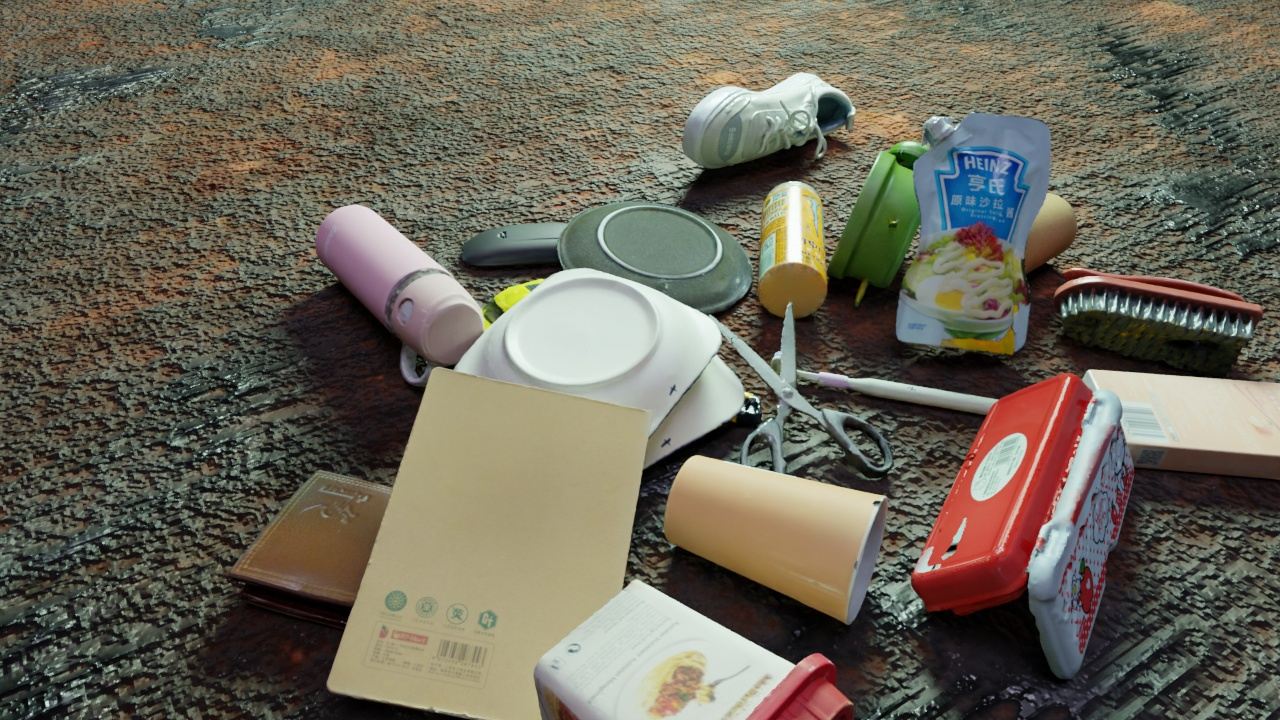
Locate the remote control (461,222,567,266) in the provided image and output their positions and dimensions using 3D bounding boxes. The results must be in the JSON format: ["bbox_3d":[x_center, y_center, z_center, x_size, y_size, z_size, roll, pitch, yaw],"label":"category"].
[{"bbox_3d":[-0.097,-0.109,0.849,0.136,0.024,0.053,-4,41,-7],"label":"remote control"}]

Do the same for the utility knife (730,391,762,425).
[{"bbox_3d":[-0.004,0.004,0.721,0.223,0.015,0.033,21,41,23],"label":"utility knife"}]

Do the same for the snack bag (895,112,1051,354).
[{"bbox_3d":[0.267,-0.103,0.735,0.110,0.191,0.039,7,3,4],"label":"snack bag"}]

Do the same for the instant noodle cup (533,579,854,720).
[{"bbox_3d":[0.020,0.180,0.436,0.124,0.116,0.116,27,45,36],"label":"instant noodle cup"}]

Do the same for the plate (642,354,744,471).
[{"bbox_3d":[-0.022,0.010,0.682,0.163,0.034,0.164,-28,49,-20],"label":"plate"}]

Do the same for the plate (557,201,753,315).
[{"bbox_3d":[0.016,-0.101,0.825,0.179,0.024,0.179,7,41,-7],"label":"plate"}]

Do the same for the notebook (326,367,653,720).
[{"bbox_3d":[-0.079,0.105,0.542,0.148,0.008,0.207,11,57,-2],"label":"notebook"}]

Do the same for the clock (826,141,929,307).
[{"bbox_3d":[0.218,-0.130,0.817,0.056,0.116,0.160,25,47,9],"label":"clock"}]

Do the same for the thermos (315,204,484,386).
[{"bbox_3d":[-0.200,-0.054,0.745,0.067,0.087,0.198,10,21,-46],"label":"thermos"}]

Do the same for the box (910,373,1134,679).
[{"bbox_3d":[0.261,0.103,0.583,0.100,0.096,0.200,49,49,-5],"label":"box"}]

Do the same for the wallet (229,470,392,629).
[{"bbox_3d":[-0.171,0.116,0.569,0.124,0.032,0.101,11,38,10],"label":"wallet"}]

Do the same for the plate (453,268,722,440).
[{"bbox_3d":[-0.040,-0.012,0.657,0.164,0.034,0.163,23,53,26],"label":"plate"}]

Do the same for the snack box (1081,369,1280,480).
[{"bbox_3d":[0.417,0.047,0.676,0.157,0.026,0.084,5,39,4],"label":"snack box"}]

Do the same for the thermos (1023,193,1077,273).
[{"bbox_3d":[0.323,-0.107,0.819,0.143,0.093,0.093,-18,43,-35],"label":"thermos"}]

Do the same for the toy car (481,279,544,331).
[{"bbox_3d":[-0.109,-0.034,0.744,0.105,0.032,0.048,-34,50,-21],"label":"toy car"}]

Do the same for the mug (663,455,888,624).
[{"bbox_3d":[0.081,0.102,0.563,0.123,0.078,0.078,16,41,23],"label":"mug"}]

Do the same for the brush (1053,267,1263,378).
[{"bbox_3d":[0.417,-0.039,0.753,0.146,0.063,0.069,14,53,18],"label":"brush"}]

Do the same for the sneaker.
[{"bbox_3d":[0.146,-0.249,0.986,0.091,0.090,0.241,35,44,28],"label":"sneaker"}]

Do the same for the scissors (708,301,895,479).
[{"bbox_3d":[0.111,0.027,0.665,0.159,0.014,0.180,21,55,4],"label":"scissors"}]

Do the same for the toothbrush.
[{"bbox_3d":[0.194,0.020,0.707,0.189,0.029,0.020,11,82,10],"label":"toothbrush"}]

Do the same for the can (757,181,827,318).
[{"bbox_3d":[0.136,-0.101,0.820,0.058,0.058,0.145,6,40,5],"label":"can"}]
